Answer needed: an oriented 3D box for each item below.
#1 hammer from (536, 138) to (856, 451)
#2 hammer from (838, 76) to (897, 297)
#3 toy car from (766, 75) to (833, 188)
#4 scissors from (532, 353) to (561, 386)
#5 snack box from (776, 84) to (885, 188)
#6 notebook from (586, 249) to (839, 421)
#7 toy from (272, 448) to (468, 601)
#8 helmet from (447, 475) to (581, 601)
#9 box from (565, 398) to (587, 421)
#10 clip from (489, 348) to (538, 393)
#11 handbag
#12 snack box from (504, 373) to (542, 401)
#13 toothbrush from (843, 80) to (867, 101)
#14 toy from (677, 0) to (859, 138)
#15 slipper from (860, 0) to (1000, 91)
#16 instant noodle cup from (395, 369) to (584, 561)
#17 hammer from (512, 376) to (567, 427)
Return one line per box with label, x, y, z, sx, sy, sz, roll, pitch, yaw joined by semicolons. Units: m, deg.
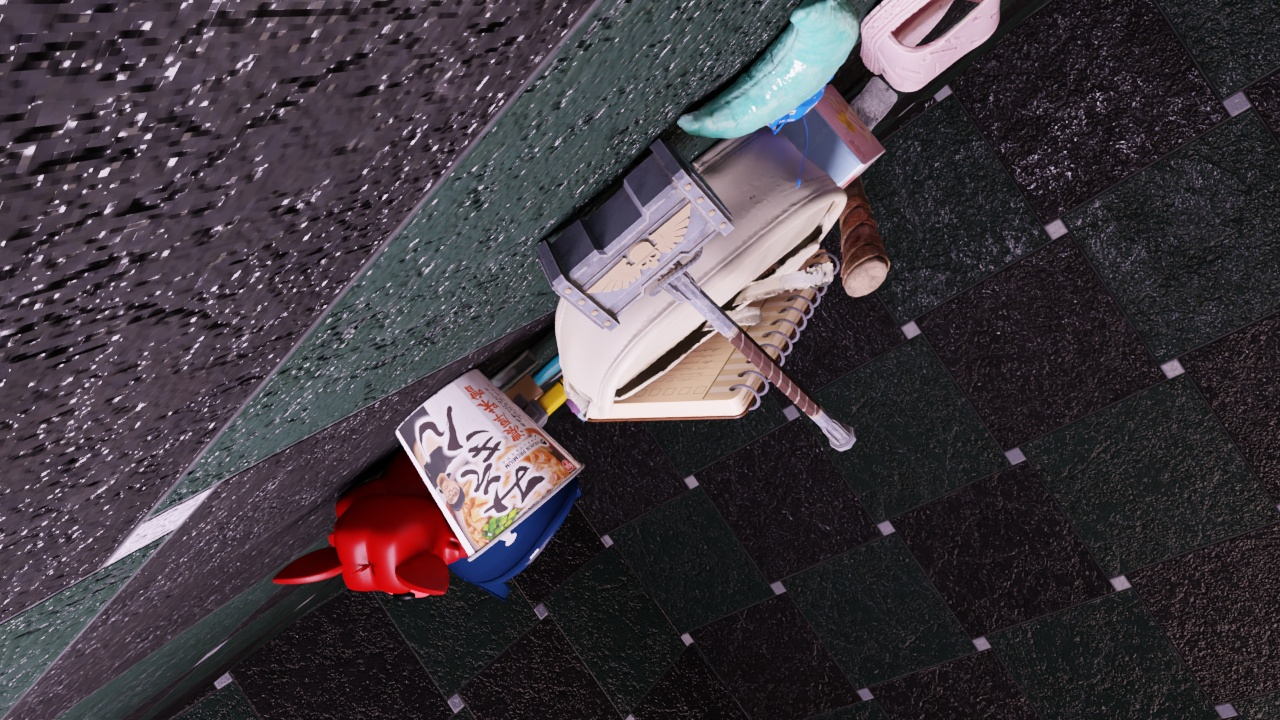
hammer;0.072;-0.008;0.604;0.098;0.044;0.322;-39;135;12
hammer;0.196;-0.158;0.848;0.122;0.049;0.317;-43;-159;32
toy car;0.121;-0.169;0.642;0.091;0.062;0.033;-39;179;-20
scissors;-0.123;0.016;1.210;0.137;0.019;0.137;-41;179;41
snack box;0.141;-0.171;0.779;0.093;0.079;0.094;-40;178;31
notebook;0.066;-0.026;0.804;0.168;0.024;0.224;-4;-146;37
toy;-0.214;0.159;0.844;0.158;0.121;0.196;4;-159;10
helmet;-0.211;0.231;1.414;0.273;0.223;0.231;7;-126;49
box;-0.006;0.005;0.938;0.076;0.033;0.213;-47;174;24
clip;-0.134;0.020;0.906;0.076;0.023;0.044;-41;178;-12
handbag;0.053;-0.044;0.689;0.228;0.132;0.184;-33;158;-19
snack box;-0.172;0.065;0.986;0.088;0.040;0.126;-38;179;-40
toothbrush;0.187;-0.245;0.993;0.155;0.015;0.022;-41;-179;33
toy;0.074;-0.156;0.488;0.084;0.033;0.105;-22;168;-45
slipper;0.215;-0.245;0.680;0.094;0.064;0.239;-39;180;10
instant noodle cup;-0.133;0.081;0.770;0.123;0.122;0.123;-39;179;-1
hammer;-0.027;-0.018;0.934;0.324;0.034;0.170;-42;175;-15
